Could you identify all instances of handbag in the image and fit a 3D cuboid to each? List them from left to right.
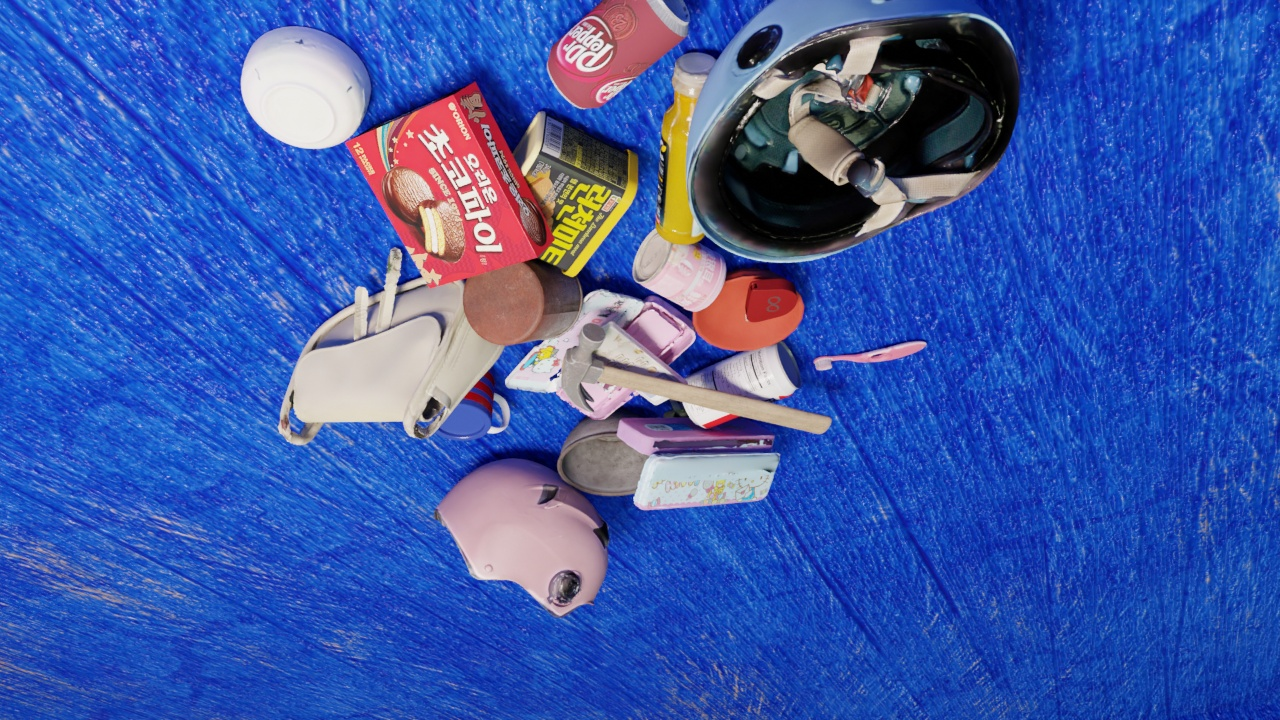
[{"bbox_3d":[-0.278,-0.007,0.968,0.230,0.183,0.132,-6,141,31],"label":"handbag"}]

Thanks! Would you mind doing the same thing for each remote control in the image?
[{"bbox_3d":[-0.006,0.006,1.032,0.050,0.011,0.135,-29,131,28],"label":"remote control"}]

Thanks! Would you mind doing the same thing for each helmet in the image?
[{"bbox_3d":[-0.142,0.226,1.242,0.255,0.230,0.152,35,85,-24],"label":"helmet"},{"bbox_3d":[0.154,-0.200,0.745,0.266,0.166,0.225,-30,135,18],"label":"helmet"}]

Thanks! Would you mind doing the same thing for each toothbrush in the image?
[{"bbox_3d":[0.278,-0.006,1.110,0.135,0.016,0.022,-10,140,10],"label":"toothbrush"}]

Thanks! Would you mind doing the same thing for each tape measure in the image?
[{"bbox_3d":[0.138,-0.064,0.973,0.051,0.019,0.059,-3,148,-3],"label":"tape measure"}]

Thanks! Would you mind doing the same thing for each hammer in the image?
[{"bbox_3d":[0.068,0.038,1.046,0.331,0.030,0.120,12,138,-18],"label":"hammer"}]

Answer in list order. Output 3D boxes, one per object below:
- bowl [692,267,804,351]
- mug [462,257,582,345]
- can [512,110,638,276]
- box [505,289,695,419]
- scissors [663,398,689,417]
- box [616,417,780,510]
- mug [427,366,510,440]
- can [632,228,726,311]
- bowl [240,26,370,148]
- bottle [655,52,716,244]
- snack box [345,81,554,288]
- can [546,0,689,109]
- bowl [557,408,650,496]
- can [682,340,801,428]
[{"bbox_3d":[0.118,-0.062,1.018,0.122,0.035,0.122,-1,141,-1],"label":"bowl"},{"bbox_3d":[-0.130,-0.073,0.931,0.123,0.110,0.096,40,100,9],"label":"mug"},{"bbox_3d":[-0.078,-0.156,0.867,0.101,0.072,0.131,22,135,-23],"label":"can"},{"bbox_3d":[-0.048,-0.011,1.064,0.155,0.058,0.202,26,133,-27],"label":"box"},{"bbox_3d":[0.061,0.090,1.216,0.120,0.019,0.151,15,136,-19],"label":"scissors"},{"bbox_3d":[0.070,0.128,1.137,0.213,0.090,0.092,2,106,-37],"label":"box"},{"bbox_3d":[-0.202,0.053,1.112,0.075,0.076,0.112,-29,134,29],"label":"mug"},{"bbox_3d":[0.041,-0.095,0.950,0.076,0.067,0.067,25,134,-28],"label":"can"},{"bbox_3d":[-0.288,-0.226,0.785,0.105,0.054,0.105,-2,140,-2],"label":"bowl"},{"bbox_3d":[0.044,-0.191,0.844,0.053,0.053,0.186,0,141,-3],"label":"bottle"},{"bbox_3d":[-0.170,-0.152,0.824,0.133,0.035,0.152,-11,117,32],"label":"snack box"},{"bbox_3d":[-0.019,-0.260,0.748,0.114,0.063,0.063,-31,133,30],"label":"can"},{"bbox_3d":[-0.035,0.111,1.198,0.145,0.067,0.145,-1,141,-1],"label":"bowl"},{"bbox_3d":[0.120,0.029,1.103,0.132,0.070,0.070,-24,136,24],"label":"can"}]
